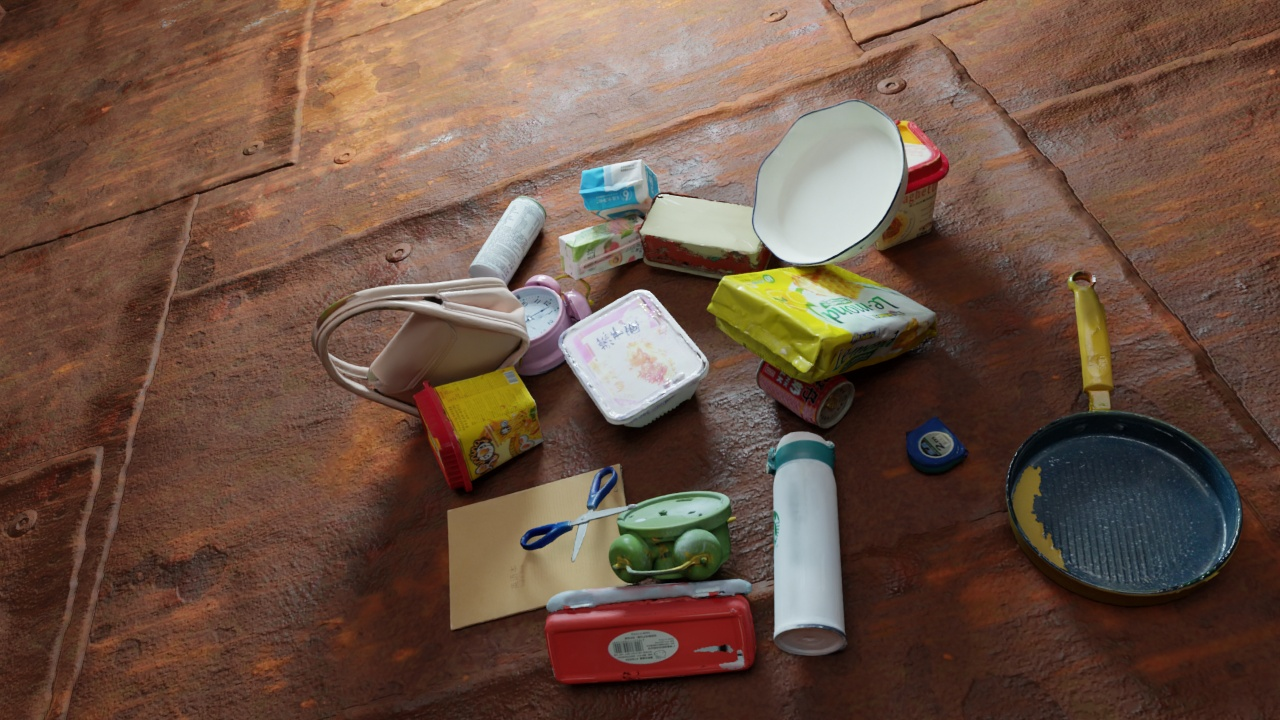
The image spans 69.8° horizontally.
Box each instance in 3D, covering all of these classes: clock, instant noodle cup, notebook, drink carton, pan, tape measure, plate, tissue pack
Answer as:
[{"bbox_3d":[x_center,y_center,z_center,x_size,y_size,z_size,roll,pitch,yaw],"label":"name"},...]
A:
[{"bbox_3d":[-0.130,-0.055,1.207,0.117,0.060,0.158,30,63,34],"label":"clock"},{"bbox_3d":[0.315,-0.216,1.153,0.116,0.124,0.116,-21,49,-1],"label":"instant noodle cup"},{"bbox_3d":[-0.112,0.205,1.018,0.211,0.012,0.149,-16,50,5],"label":"notebook"},{"bbox_3d":[-0.047,-0.154,1.240,0.122,0.054,0.045,-22,40,-28],"label":"drink carton"},{"bbox_3d":[0.458,0.064,0.905,0.198,0.078,0.356,-2,51,15],"label":"pan"},{"bbox_3d":[-0.190,0.074,1.092,0.123,0.116,0.116,-23,48,-17],"label":"instant noodle cup"},{"bbox_3d":[0.308,0.092,0.966,0.054,0.025,0.058,-29,45,-4],"label":"tape measure"},{"bbox_3d":[0.225,-0.204,1.086,0.205,0.045,0.204,-18,63,39],"label":"plate"},{"bbox_3d":[-0.026,-0.233,1.279,0.090,0.140,0.063,-9,89,11],"label":"tissue pack"},{"bbox_3d":[-0.007,0.007,1.116,0.138,0.060,0.173,-30,48,-8],"label":"instant noodle cup"},{"bbox_3d":[0.033,0.179,0.912,0.116,0.056,0.161,-9,7,20],"label":"clock"}]

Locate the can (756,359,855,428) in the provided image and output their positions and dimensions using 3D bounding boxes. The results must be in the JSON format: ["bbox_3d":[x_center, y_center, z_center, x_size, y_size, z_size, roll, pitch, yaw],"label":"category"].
[{"bbox_3d":[0.186,0.027,1.031,0.066,0.066,0.094,-40,51,-16],"label":"can"}]

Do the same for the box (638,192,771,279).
[{"bbox_3d":[0.086,-0.165,1.202,0.168,0.077,0.091,12,60,19],"label":"box"}]

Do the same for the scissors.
[{"bbox_3d":[-0.061,0.164,0.974,0.174,0.012,0.161,-23,19,38],"label":"scissors"}]

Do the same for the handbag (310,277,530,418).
[{"bbox_3d":[-0.268,-0.020,1.081,0.194,0.233,0.093,-46,53,30],"label":"handbag"}]

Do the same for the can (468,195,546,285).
[{"bbox_3d":[-0.190,-0.168,1.320,0.058,0.058,0.146,9,55,24],"label":"can"}]

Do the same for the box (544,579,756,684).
[{"bbox_3d":[0.011,0.250,0.908,0.201,0.095,0.098,-8,16,9],"label":"box"}]

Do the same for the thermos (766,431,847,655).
[{"bbox_3d":[0.163,0.174,0.917,0.073,0.073,0.223,-5,50,14],"label":"thermos"}]

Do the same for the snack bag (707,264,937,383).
[{"bbox_3d":[0.205,-0.045,1.028,0.245,0.068,0.158,-12,36,-40],"label":"snack bag"}]
